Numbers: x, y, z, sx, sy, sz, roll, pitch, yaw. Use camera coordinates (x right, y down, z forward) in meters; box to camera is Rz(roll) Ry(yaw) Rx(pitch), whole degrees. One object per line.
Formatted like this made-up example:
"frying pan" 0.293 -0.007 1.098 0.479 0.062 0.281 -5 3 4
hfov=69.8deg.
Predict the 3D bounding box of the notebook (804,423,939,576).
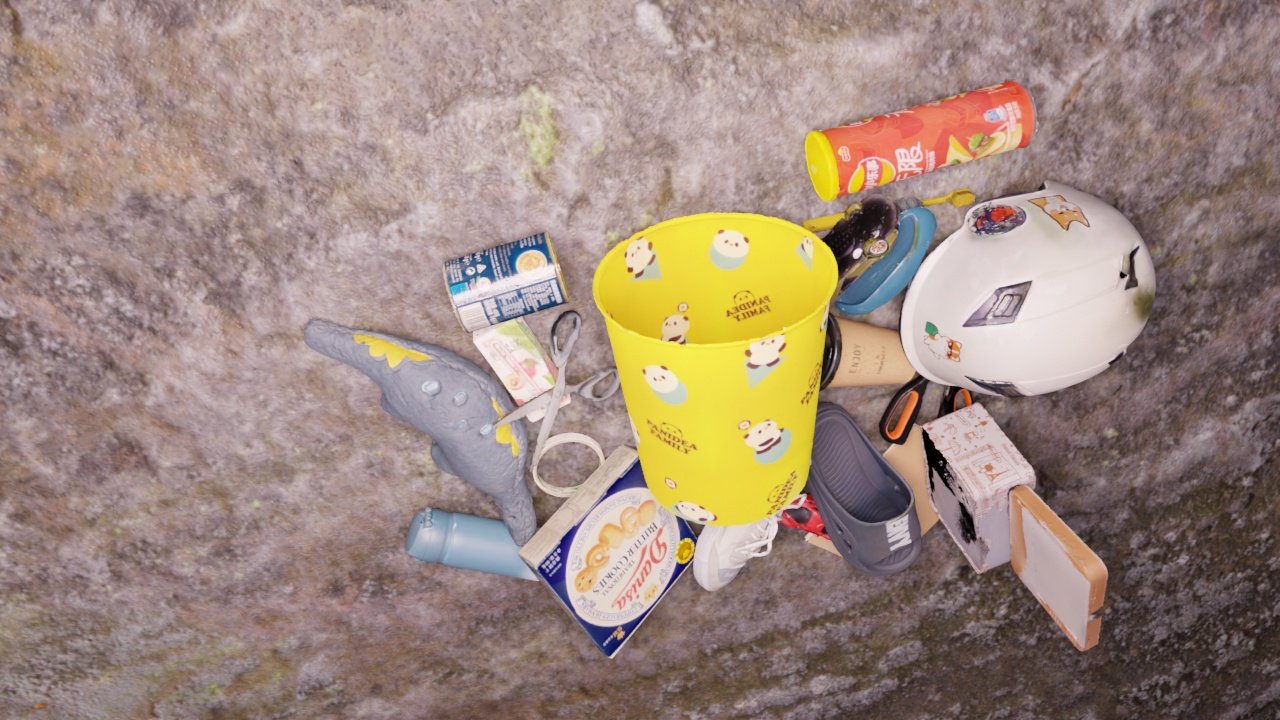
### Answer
"notebook" 0.338 0.190 1.208 0.149 0.012 0.212 28 111 -26

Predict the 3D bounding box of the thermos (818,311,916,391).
"thermos" 0.236 -0.007 1.028 0.143 0.093 0.093 5 119 -23

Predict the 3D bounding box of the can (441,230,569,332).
"can" -0.134 -0.077 0.913 0.111 0.075 0.075 -17 122 -1

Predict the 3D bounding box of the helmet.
"helmet" 0.430 -0.058 0.970 0.273 0.157 0.230 -25 122 -17

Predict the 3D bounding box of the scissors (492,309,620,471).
"scissors" -0.087 0.029 0.970 0.180 0.014 0.159 -15 103 -43

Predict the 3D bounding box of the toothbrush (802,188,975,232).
"toothbrush" 0.266 -0.159 0.982 0.190 0.016 0.016 -11 123 -5

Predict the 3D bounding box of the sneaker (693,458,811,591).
"sneaker" 0.139 0.189 1.105 0.089 0.091 0.243 -9 124 -45

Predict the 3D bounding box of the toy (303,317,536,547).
"toy" -0.195 0.069 0.978 0.138 0.091 0.356 -25 119 25

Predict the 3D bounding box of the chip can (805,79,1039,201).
"chip can" 0.278 -0.219 0.918 0.216 0.073 0.073 -15 122 -4

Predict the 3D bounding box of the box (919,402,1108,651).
"box" 0.428 0.194 1.058 0.082 0.260 0.177 -24 134 -1

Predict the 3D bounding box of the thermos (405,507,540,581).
"thermos" -0.166 0.224 1.093 0.220 0.070 0.070 14 116 -18

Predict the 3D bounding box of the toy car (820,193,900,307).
"toy car" 0.210 -0.106 0.959 0.042 0.070 0.158 22 127 -34

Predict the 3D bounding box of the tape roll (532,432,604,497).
"tape roll" -0.084 0.124 1.078 0.085 0.014 0.086 -5 121 -9

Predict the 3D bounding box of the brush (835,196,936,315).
"brush" 0.260 -0.102 0.973 0.055 0.073 0.144 19 125 -26

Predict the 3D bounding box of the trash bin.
"trash bin" 0.082 0.016 0.936 0.229 0.229 0.256 -12 127 -5

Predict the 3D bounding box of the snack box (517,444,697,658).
"snack box" -0.029 0.225 1.083 0.177 0.046 0.182 -46 124 -22

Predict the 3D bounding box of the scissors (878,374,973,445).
"scissors" 0.365 0.010 1.099 0.204 0.021 0.225 33 101 -30

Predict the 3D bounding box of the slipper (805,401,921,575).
"slipper" 0.273 0.170 1.115 0.110 0.083 0.268 -37 111 -8

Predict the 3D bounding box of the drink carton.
"drink carton" -0.126 0.004 0.980 0.053 0.045 0.122 -28 121 6

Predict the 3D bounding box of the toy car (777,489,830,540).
"toy car" 0.226 0.200 1.171 0.106 0.031 0.049 20 112 -11
